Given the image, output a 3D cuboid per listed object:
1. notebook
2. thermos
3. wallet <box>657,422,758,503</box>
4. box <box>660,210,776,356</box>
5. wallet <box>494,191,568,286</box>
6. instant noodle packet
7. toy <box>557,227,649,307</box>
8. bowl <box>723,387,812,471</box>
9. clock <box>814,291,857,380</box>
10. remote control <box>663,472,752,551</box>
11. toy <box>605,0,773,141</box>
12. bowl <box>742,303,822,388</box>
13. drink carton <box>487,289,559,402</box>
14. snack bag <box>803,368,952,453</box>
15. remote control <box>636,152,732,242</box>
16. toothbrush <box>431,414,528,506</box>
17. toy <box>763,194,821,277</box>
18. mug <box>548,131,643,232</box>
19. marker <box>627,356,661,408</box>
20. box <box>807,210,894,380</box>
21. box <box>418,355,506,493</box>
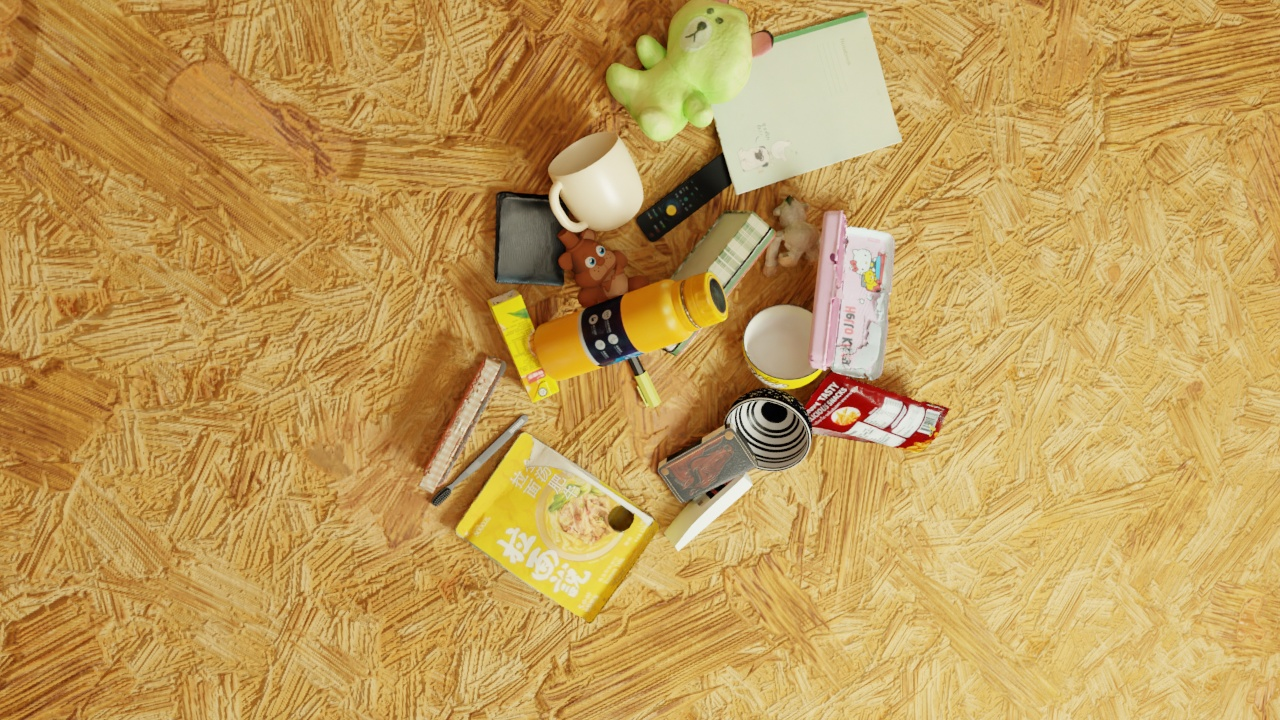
[{"bbox_3d":[0.212,-0.342,1.211,0.252,0.010,0.182,-19,97,-12],"label":"notebook"},{"bbox_3d":[-0.012,-0.049,1.098,0.233,0.091,0.076,-18,143,26],"label":"thermos"},{"bbox_3d":[0.092,0.142,1.258,0.123,0.019,0.072,-30,106,16],"label":"wallet"},{"bbox_3d":[0.081,-0.101,1.179,0.051,0.118,0.205,38,87,-19],"label":"box"},{"bbox_3d":[-0.136,-0.151,1.149,0.089,0.026,0.115,0,102,-19],"label":"wallet"},{"bbox_3d":[-0.111,0.219,1.213,0.221,0.084,0.163,35,88,-14],"label":"instant noodle packet"},{"bbox_3d":[-0.053,-0.117,1.156,0.128,0.065,0.094,50,62,-27],"label":"toy"},{"bbox_3d":[0.180,0.085,1.265,0.120,0.066,0.120,10,123,15],"label":"bowl"},{"bbox_3d":[0.278,-0.027,1.268,0.054,0.093,0.141,-19,105,-6],"label":"clock"},{"bbox_3d":[0.092,0.201,1.280,0.143,0.049,0.024,-41,110,-5],"label":"remote control"},{"bbox_3d":[0.061,-0.355,1.126,0.196,0.107,0.150,-33,66,-6],"label":"toy"},{"bbox_3d":[0.196,-0.011,1.248,0.117,0.068,0.117,-2,63,3],"label":"bowl"},{"bbox_3d":[-0.148,-0.017,1.156,0.043,0.058,0.134,-24,108,-9],"label":"drink carton"},{"bbox_3d":[0.323,0.081,1.299,0.207,0.066,0.139,10,141,-22],"label":"snack bag"},{"bbox_3d":[0.062,-0.214,1.199,0.152,0.020,0.041,-38,103,-5],"label":"remote control"},{"bbox_3d":[-0.209,0.130,1.194,0.167,0.013,0.013,-44,110,-7],"label":"toothbrush"},{"bbox_3d":[0.202,-0.169,1.234,0.085,0.074,0.106,-11,101,-1],"label":"toy"},{"bbox_3d":[-0.056,-0.204,1.120,0.120,0.096,0.100,-44,126,-19],"label":"mug"},{"bbox_3d":[-0.007,0.007,1.226,0.021,0.017,0.124,-28,107,-10],"label":"marker"},{"bbox_3d":[0.261,-0.083,1.190,0.146,0.077,0.201,15,80,-44],"label":"box"},{"bbox_3d":[-0.223,0.079,1.148,0.041,0.082,0.187,29,94,-10],"label":"box"}]
